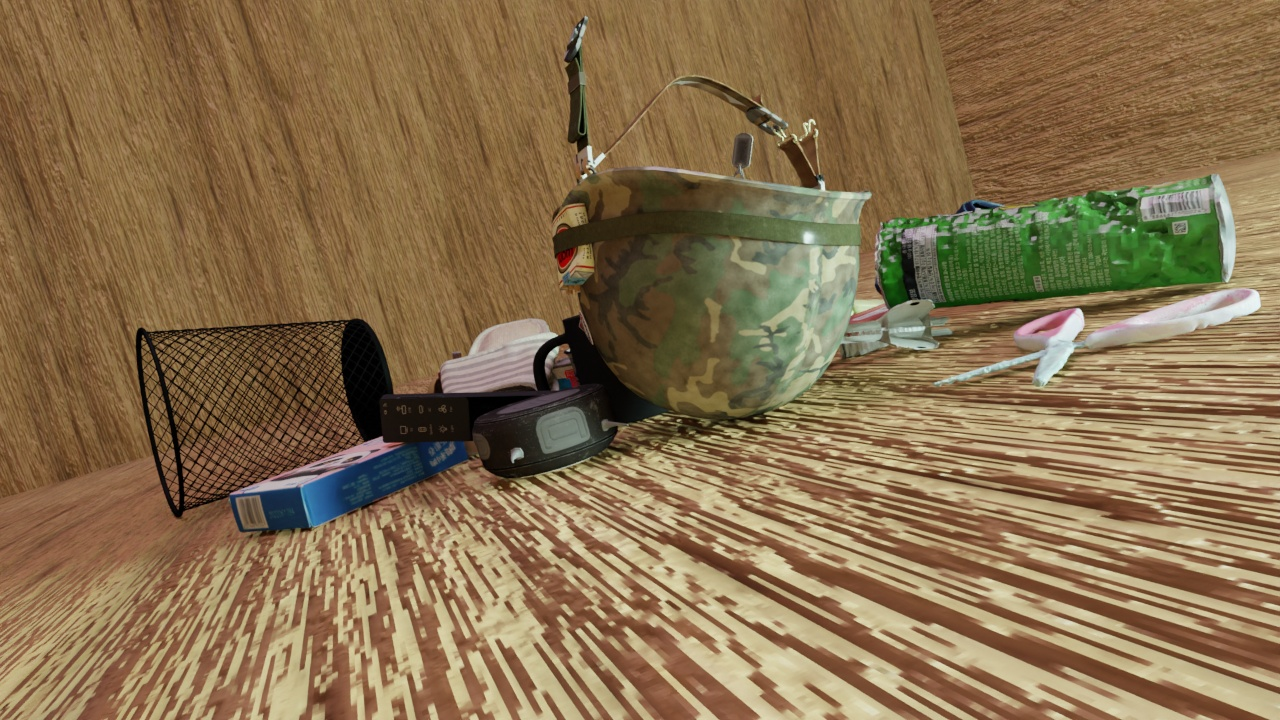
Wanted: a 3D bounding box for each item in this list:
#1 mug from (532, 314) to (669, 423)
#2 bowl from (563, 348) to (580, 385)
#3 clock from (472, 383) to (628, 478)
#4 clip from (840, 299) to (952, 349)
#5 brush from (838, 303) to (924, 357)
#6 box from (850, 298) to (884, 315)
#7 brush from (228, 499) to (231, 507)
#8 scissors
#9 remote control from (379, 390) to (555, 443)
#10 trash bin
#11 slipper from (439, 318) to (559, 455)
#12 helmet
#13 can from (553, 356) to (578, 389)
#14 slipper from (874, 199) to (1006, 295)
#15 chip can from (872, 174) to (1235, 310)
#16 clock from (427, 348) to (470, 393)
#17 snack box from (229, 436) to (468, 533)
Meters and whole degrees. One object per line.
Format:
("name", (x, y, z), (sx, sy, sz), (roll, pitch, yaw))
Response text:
("mug", (-0.029, 0.004, 0.721), (0.114, 0.088, 0.078), (-14, 5, 12))
("bowl", (-0.005, 0.005, 0.817), (0.115, 0.059, 0.115), (-15, 5, 1))
("clock", (-0.062, 0.047, 0.595), (0.091, 0.044, 0.123), (-17, 5, -19))
("clip", (0.193, -0.020, 0.668), (0.101, 0.041, 0.054), (-6, -5, -13))
("brush", (0.157, -0.016, 0.716), (0.172, 0.030, 0.041), (-18, 7, -30))
("box", (0.193, -0.047, 0.908), (0.140, 0.048, 0.187), (-13, 5, 5))
("brush", (-0.259, 0.101, 0.813), (0.218, 0.012, 0.033), (-13, 4, 8))
("scissors", (0.250, -0.014, 0.498), (0.168, 0.014, 0.170), (-13, 5, 34))
("remote control", (-0.116, 0.041, 0.678), (0.150, 0.034, 0.013), (-1, 15, -2))
("trash bin", (-0.378, 0.042, 0.937), (0.209, 0.184, 0.184), (-12, 2, -34))
("slipper", (-0.126, 0.008, 0.848), (0.114, 0.054, 0.272), (-18, 21, 0))
("helmet", (0.040, -0.084, 0.593), (0.192, 0.236, 0.224), (-1, 11, -31))
("can", (-0.028, 0.009, 0.939), (0.130, 0.044, 0.130), (-15, 5, 1))
("slipper", (0.358, -0.119, 0.922), (0.253, 0.095, 0.104), (-6, 12, 42))
("chip can", (0.285, -0.079, 0.645), (0.224, 0.075, 0.075), (-4, 10, 32))
("clock", (-0.174, 0.022, 1.019), (0.159, 0.081, 0.116), (-11, 7, 45))
("snack box", (-0.213, 0.087, 0.688), (0.088, 0.033, 0.153), (-10, 7, 34))
